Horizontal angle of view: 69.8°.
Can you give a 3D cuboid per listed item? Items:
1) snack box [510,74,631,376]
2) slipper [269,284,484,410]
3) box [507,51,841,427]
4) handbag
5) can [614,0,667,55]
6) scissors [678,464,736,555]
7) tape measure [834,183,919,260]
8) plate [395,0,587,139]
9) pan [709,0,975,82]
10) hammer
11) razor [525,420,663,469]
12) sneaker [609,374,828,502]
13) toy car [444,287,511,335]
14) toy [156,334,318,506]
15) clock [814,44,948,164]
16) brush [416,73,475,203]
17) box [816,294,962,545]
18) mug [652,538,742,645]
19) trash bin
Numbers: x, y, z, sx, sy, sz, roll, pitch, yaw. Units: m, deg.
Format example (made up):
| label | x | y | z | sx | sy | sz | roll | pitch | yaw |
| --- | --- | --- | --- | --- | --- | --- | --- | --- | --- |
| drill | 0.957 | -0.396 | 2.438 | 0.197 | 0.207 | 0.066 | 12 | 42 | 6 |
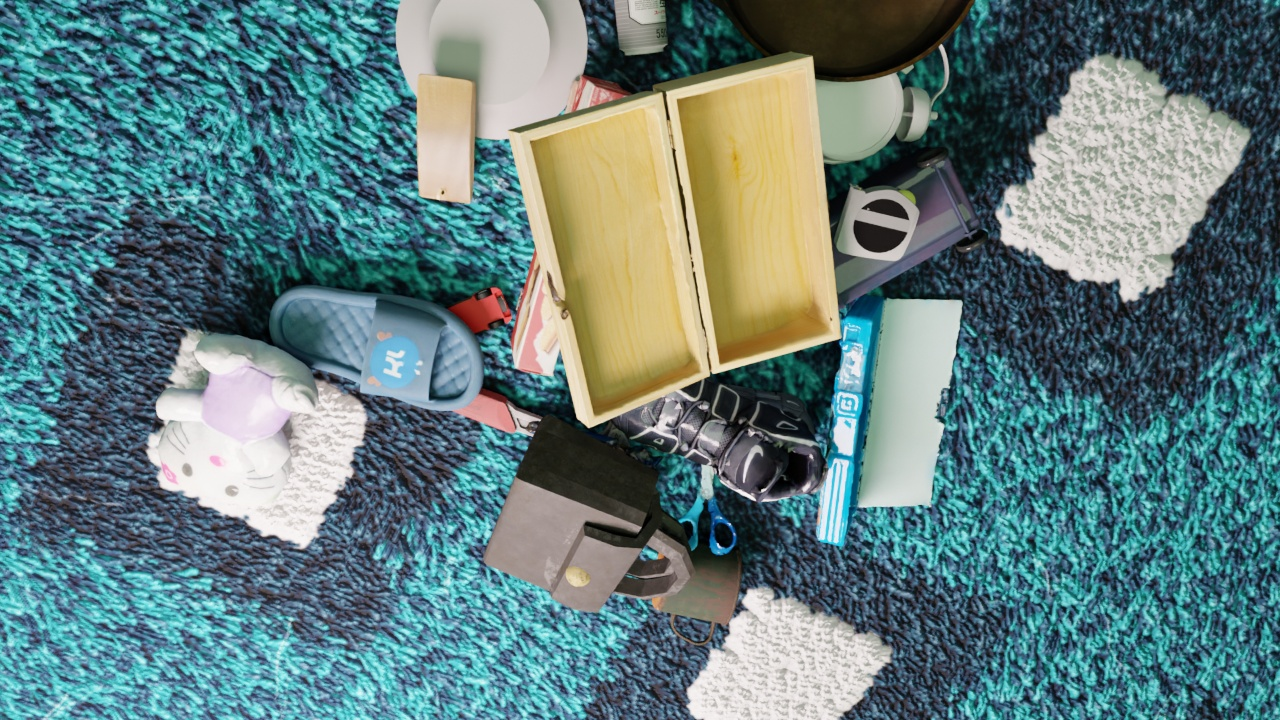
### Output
| label | x | y | z | sx | sy | sz | roll | pitch | yaw |
| --- | --- | --- | --- | --- | --- | --- | --- | --- | --- |
| snack box | -0.071 | -0.124 | 0.858 | 0.044 | 0.076 | 0.273 | 11 | 111 | -17 |
| slipper | -0.252 | -0.017 | 0.876 | 0.214 | 0.059 | 0.104 | 18 | 99 | -1 |
| box | 0.039 | -0.099 | 0.754 | 0.256 | 0.076 | 0.247 | -21 | 116 | -20 |
| handbag | -0.044 | 0.181 | 0.911 | 0.199 | 0.102 | 0.198 | 23 | 139 | -2 |
| can | -0.002 | -0.325 | 0.802 | 0.044 | 0.044 | 0.107 | -6 | 111 | 0 |
| scissors | 0.075 | 0.139 | 0.972 | 0.073 | 0.016 | 0.134 | 9 | 82 | 1 |
| tape measure | 0.206 | -0.122 | 0.803 | 0.065 | 0.016 | 0.064 | 12 | 114 | -2 |
| plate | -0.135 | -0.287 | 0.825 | 0.173 | 0.019 | 0.173 | 0 | 111 | -1 |
| pan | 0.151 | -0.406 | 0.757 | 0.249 | 0.043 | 0.356 | -17 | 95 | 5 |
| hammer | -0.166 | 0.047 | 0.944 | 0.315 | 0.036 | 0.126 | 21 | 111 | -8 |
| razor | -0.047 | 0.080 | 0.911 | 0.141 | 0.043 | 0.018 | 14 | 101 | 10 |
| sneaker | 0.075 | 0.076 | 0.879 | 0.252 | 0.150 | 0.097 | 17 | 107 | -22 |
| toy car | -0.175 | -0.043 | 0.913 | 0.089 | 0.025 | 0.038 | -21 | 107 | 4 |
| toy | -0.395 | 0.059 | 0.895 | 0.137 | 0.085 | 0.210 | 27 | 127 | -15 |
| clock | 0.202 | -0.241 | 0.834 | 0.159 | 0.061 | 0.120 | -30 | 105 | 5 |
| brush | -0.175 | -0.203 | 0.834 | 0.049 | 0.039 | 0.117 | 8 | 126 | -1 |
| box | 0.241 | 0.054 | 0.949 | 0.166 | 0.075 | 0.244 | -12 | 115 | -35 |
| mug | 0.057 | 0.249 | 0.991 | 0.081 | 0.085 | 0.111 | 12 | 86 | -4 |
| trash bin | 0.221 | -0.122 | 0.858 | 0.161 | 0.092 | 0.094 | -30 | 108 | 10 |
